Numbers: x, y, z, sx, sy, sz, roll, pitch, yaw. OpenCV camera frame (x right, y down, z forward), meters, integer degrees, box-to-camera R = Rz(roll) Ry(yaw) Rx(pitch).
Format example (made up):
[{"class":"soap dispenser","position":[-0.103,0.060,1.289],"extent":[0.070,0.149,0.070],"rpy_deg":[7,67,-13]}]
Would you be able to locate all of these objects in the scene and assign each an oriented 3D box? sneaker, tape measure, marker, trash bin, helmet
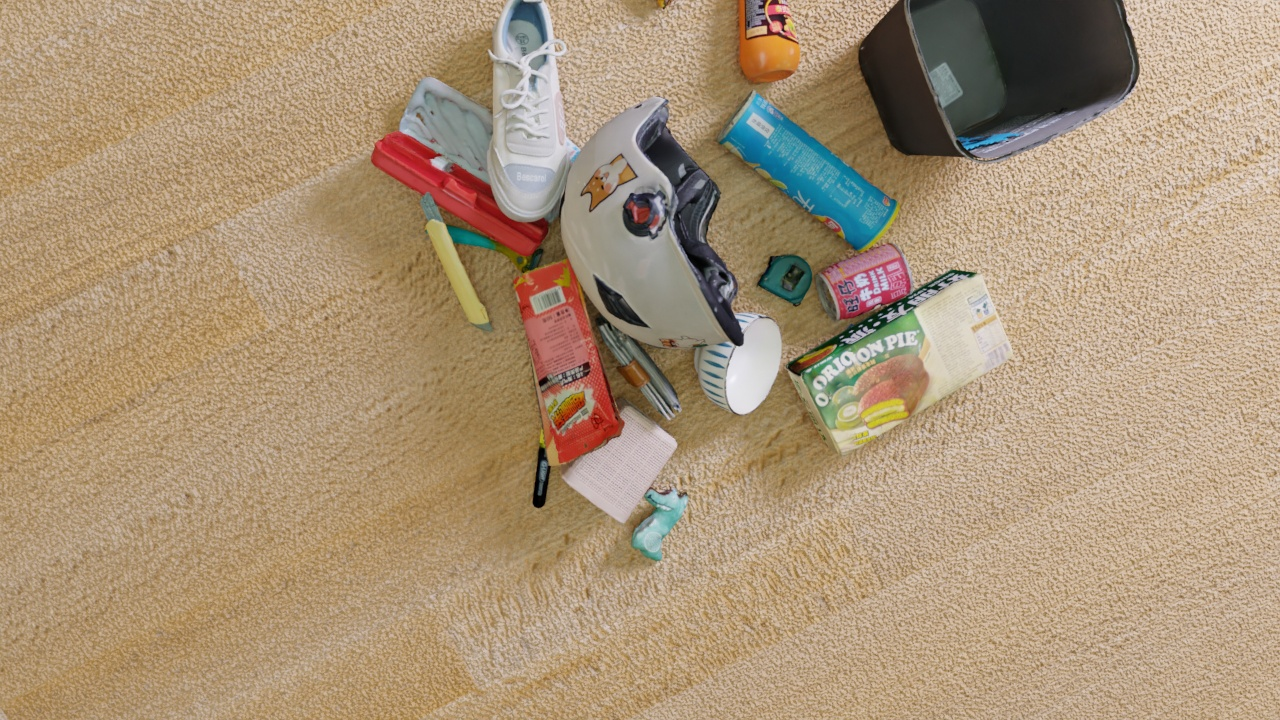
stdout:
[{"class":"sneaker","position":[-0.112,-0.267,0.949],"extent":[0.089,0.091,0.242],"rpy_deg":[0,78,-18]},{"class":"tape measure","position":[0.172,-0.096,1.068],"extent":[0.058,0.025,0.054],"rpy_deg":[27,96,-8]},{"class":"marker","position":[-0.113,0.115,1.081],"extent":[0.018,0.015,0.124],"rpy_deg":[8,99,-3]},{"class":"trash bin","position":[0.348,-0.312,0.953],"extent":[0.199,0.219,0.198],"rpy_deg":[-25,98,-1]},{"class":"helmet","position":[0.001,-0.125,0.953],"extent":[0.157,0.230,0.273],"rpy_deg":[-17,69,16]}]

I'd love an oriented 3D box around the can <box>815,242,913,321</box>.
[{"class":"can","position":[0.256,-0.089,1.054],"extent":[0.094,0.066,0.066],"rpy_deg":[-21,99,-1]}]

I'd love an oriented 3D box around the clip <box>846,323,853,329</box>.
[{"class":"clip","position":[0.243,-0.015,1.088],"extent":[0.026,0.037,0.058],"rpy_deg":[38,95,-14]}]

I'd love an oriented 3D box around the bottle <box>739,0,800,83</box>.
[{"class":"bottle","position":[0.136,-0.386,1.009],"extent":[0.067,0.067,0.149],"rpy_deg":[-8,92,-3]}]

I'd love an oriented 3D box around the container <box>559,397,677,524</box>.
[{"class":"container","position":[-0.024,0.110,1.052],"extent":[0.090,0.090,0.111],"rpy_deg":[37,91,-8]}]

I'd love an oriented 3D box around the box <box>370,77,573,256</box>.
[{"class":"box","position":[-0.174,-0.209,0.984],"extent":[0.201,0.094,0.100],"rpy_deg":[30,114,-7]}]

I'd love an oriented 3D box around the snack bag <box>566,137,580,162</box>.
[{"class":"snack bag","position":[-0.084,-0.231,1.028],"extent":[0.105,0.026,0.045],"rpy_deg":[40,95,-7]}]

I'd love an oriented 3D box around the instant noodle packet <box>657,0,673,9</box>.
[{"class":"instant noodle packet","position":[0.024,-0.467,0.995],"extent":[0.110,0.044,0.128],"rpy_deg":[-42,99,-2]}]

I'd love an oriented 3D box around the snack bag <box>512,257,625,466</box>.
[{"class":"snack bag","position":[-0.082,0.001,0.999],"extent":[0.073,0.129,0.207],"rpy_deg":[-5,74,-43]}]

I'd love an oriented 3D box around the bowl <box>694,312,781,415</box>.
[{"class":"bowl","position":[0.104,-0.002,1.045],"extent":[0.066,0.116,0.116],"rpy_deg":[20,98,36]}]

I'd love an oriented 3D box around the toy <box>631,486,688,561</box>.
[{"class":"toy","position":[0.020,0.187,1.086],"extent":[0.092,0.030,0.096],"rpy_deg":[-53,134,-6]}]

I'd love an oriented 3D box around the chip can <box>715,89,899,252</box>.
[{"class":"chip can","position":[0.187,-0.211,1.030],"extent":[0.210,0.071,0.071],"rpy_deg":[36,94,-8]}]

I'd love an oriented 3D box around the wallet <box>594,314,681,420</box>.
[{"class":"wallet","position":[-0.006,0.006,1.028],"extent":[0.037,0.106,0.130],"rpy_deg":[-38,99,5]}]

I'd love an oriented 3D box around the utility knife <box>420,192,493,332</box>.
[{"class":"utility knife","position":[-0.204,-0.103,1.006],"extent":[0.031,0.019,0.183],"rpy_deg":[-1,134,22]}]

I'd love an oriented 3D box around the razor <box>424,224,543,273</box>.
[{"class":"razor","position":[-0.178,-0.129,1.034],"extent":[0.132,0.028,0.043],"rpy_deg":[18,124,-10]}]

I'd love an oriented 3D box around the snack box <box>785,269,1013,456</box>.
[{"class":"snack box","position":[0.299,0.000,1.060],"extent":[0.240,0.063,0.114],"rpy_deg":[-30,104,-4]}]
